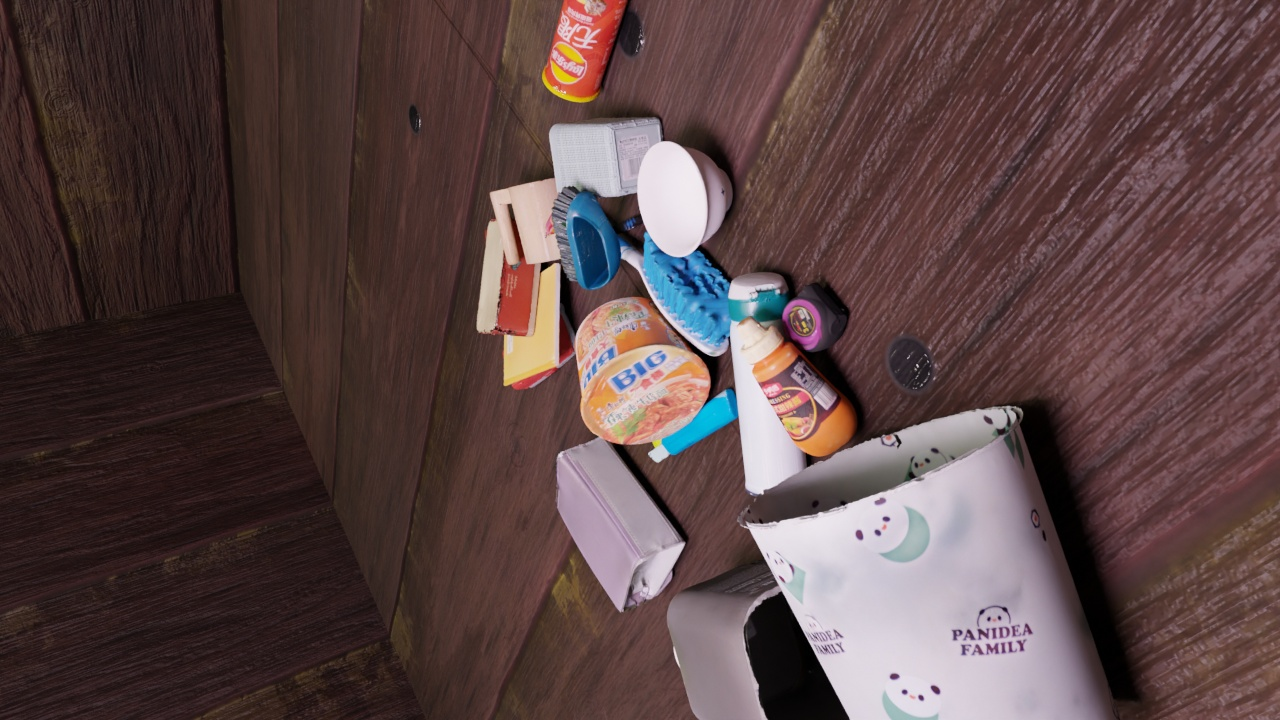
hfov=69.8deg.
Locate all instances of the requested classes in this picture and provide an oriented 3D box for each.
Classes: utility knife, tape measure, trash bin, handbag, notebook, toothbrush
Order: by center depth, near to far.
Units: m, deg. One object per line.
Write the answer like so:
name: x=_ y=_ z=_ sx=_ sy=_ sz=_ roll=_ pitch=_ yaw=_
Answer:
trash bin: x=0.231 y=0.193 z=0.715 sx=0.230 sy=0.229 sz=0.252 roll=-24 pitch=89 yaw=59
tape measure: x=0.166 y=-0.038 z=0.870 sx=0.057 sy=0.039 sz=0.058 roll=51 pitch=137 yaw=21
trash bin: x=0.150 y=0.293 z=0.919 sx=0.220 sy=0.198 sz=0.198 roll=-18 pitch=88 yaw=66
utility knife: x=0.059 y=0.085 z=1.097 sx=0.186 sy=0.018 sz=0.034 roll=-40 pitch=74 yaw=49
toothbrush: x=-0.017 y=-0.166 z=1.122 sx=0.190 sy=0.016 sz=0.014 roll=-9 pitch=100 yaw=60
handbag: x=-0.036 y=0.224 z=1.257 sx=0.197 sy=0.098 sz=0.145 roll=52 pitch=141 yaw=30
notebook: x=-0.161 y=-0.048 z=1.336 sx=0.207 sy=0.010 sz=0.145 roll=-19 pitch=69 yaw=60

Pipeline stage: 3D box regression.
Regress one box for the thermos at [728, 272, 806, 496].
thermos: x=0.128 y=0.023 z=0.934 sx=0.073 sy=0.073 sz=0.224 roll=13 pitch=115 yaw=55

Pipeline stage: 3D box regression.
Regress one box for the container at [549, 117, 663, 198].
container: x=-0.034 y=-0.233 z=1.050 sx=0.112 sy=0.090 sz=0.090 roll=13 pitch=115 yaw=52

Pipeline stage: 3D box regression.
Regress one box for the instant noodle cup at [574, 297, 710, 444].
instant noodle cup: x=-0.006 y=0.006 z=1.059 sx=0.111 sy=0.151 sz=0.152 roll=-111 pitch=26 yaw=-45

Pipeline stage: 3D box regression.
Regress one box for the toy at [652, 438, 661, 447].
toy: x=0.022 y=0.066 z=1.154 sx=0.096 sy=0.031 sz=0.100 roll=44 pitch=141 yaw=28

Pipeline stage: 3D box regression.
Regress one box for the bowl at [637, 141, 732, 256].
bowl: x=0.056 y=-0.171 z=0.956 sx=0.118 sy=0.064 sz=0.118 roll=30 pitch=128 yaw=49

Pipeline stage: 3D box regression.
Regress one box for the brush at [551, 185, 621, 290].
brush: x=-0.057 y=-0.134 z=1.054 sx=0.073 sy=0.055 sz=0.144 roll=27 pitch=150 yaw=23

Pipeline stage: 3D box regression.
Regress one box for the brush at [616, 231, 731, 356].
brush: x=0.007 y=-0.118 z=1.060 sx=0.314 sy=0.060 sz=0.110 roll=51 pitch=154 yaw=28

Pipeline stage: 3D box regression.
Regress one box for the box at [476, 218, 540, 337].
box: x=-0.196 y=-0.120 z=1.319 sx=0.091 sy=0.077 sz=0.168 roll=6 pitch=90 yaw=62

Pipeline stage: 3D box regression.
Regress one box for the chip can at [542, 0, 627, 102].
chip can: x=-0.051 y=-0.393 z=1.016 sx=0.073 sy=0.073 sz=0.217 roll=58 pitch=145 yaw=24

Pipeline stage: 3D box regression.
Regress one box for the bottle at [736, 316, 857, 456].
bottle: x=0.142 y=0.020 z=0.867 sx=0.149 sy=0.066 sz=0.067 roll=51 pitch=150 yaw=-9

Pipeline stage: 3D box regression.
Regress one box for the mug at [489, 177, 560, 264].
mug: x=-0.141 y=-0.185 z=1.228 sx=0.125 sy=0.084 sz=0.103 roll=-5 pitch=103 yaw=31

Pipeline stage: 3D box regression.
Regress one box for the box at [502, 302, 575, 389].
box: x=-0.151 y=-0.020 z=1.388 sx=0.202 sy=0.047 sz=0.087 roll=-34 pitch=72 yaw=57

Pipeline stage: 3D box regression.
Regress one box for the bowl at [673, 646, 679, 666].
bowl: x=0.085 y=0.366 z=1.162 sx=0.116 sy=0.066 sz=0.117 roll=32 pitch=130 yaw=47

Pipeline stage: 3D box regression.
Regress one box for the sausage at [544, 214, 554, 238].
sausage: x=-0.081 y=-0.218 z=1.148 sx=0.020 sy=0.020 sz=0.156 roll=49 pitch=117 yaw=35
